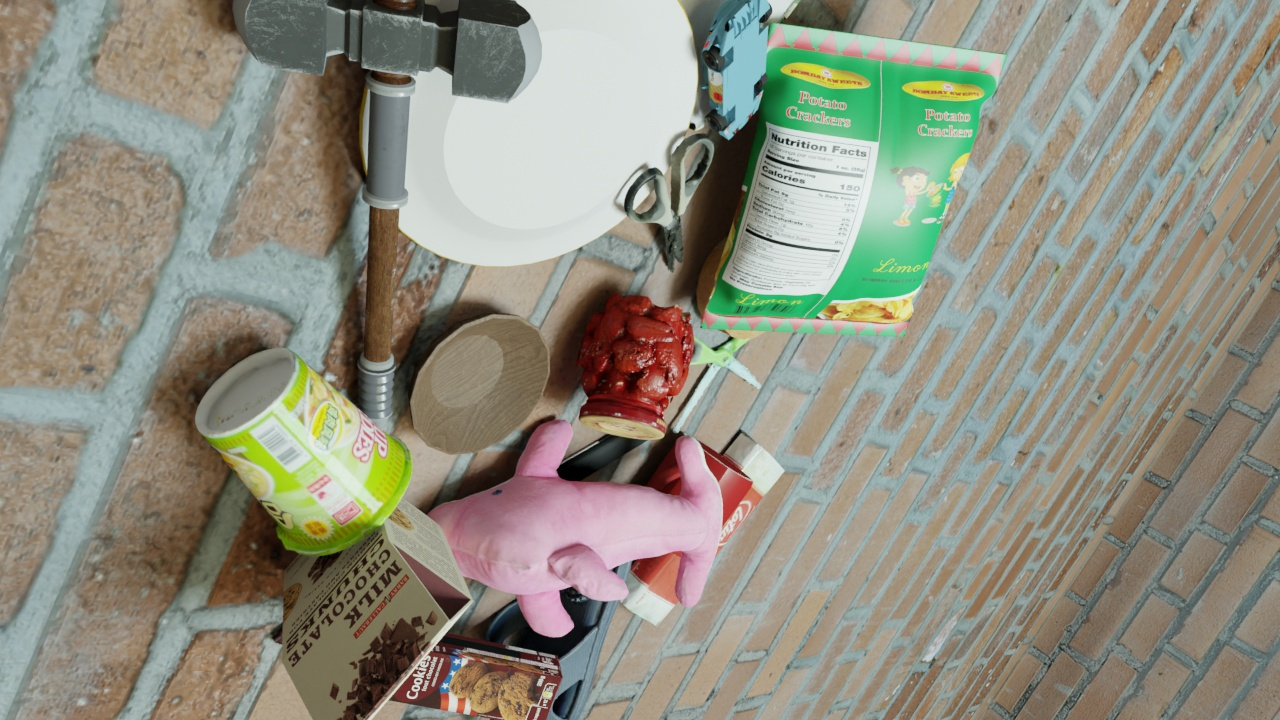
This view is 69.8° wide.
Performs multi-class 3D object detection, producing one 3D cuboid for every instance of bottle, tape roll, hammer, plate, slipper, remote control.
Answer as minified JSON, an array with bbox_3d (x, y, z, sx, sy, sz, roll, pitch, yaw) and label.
[{"bbox_3d":[-0.004,0.004,0.744,0.099,0.099,0.111,28,68,-50],"label":"bottle"},{"bbox_3d":[0.095,-0.067,0.825,0.093,0.027,0.094,-18,121,-34],"label":"tape roll"},{"bbox_3d":[-0.158,-0.067,0.561,0.156,0.043,0.323,5,128,-13],"label":"hammer"},{"bbox_3d":[-0.061,-0.148,0.583,0.229,0.021,0.230,-20,141,-17],"label":"plate"},{"bbox_3d":[-0.090,0.255,0.838,0.082,0.101,0.264,12,106,-49],"label":"slipper"},{"bbox_3d":[-0.025,0.080,0.840,0.124,0.012,0.028,-29,135,-27],"label":"remote control"}]

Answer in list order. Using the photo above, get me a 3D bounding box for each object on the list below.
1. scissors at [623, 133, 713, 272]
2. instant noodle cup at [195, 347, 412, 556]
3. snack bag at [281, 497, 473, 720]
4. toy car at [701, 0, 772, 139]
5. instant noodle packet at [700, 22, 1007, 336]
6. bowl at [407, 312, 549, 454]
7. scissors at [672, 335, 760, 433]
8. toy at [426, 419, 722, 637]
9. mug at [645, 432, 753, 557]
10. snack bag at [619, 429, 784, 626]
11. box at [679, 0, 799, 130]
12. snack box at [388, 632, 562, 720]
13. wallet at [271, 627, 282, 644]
[{"bbox_3d":[0.033,-0.117,0.707,0.133,0.012,0.169,-49,158,18],"label":"scissors"},{"bbox_3d":[-0.214,0.053,0.577,0.098,0.099,0.108,-41,131,-15],"label":"instant noodle cup"},{"bbox_3d":[-0.171,0.160,0.594,0.070,0.206,0.094,43,84,-22],"label":"snack bag"},{"bbox_3d":[0.061,-0.203,0.631,0.060,0.027,0.108,-48,159,-17],"label":"toy car"},{"bbox_3d":[0.166,-0.131,0.743,0.195,0.090,0.253,2,122,-15],"label":"instant noodle packet"},{"bbox_3d":[-0.123,0.013,0.679,0.117,0.030,0.118,-25,133,-30],"label":"bowl"},{"bbox_3d":[0.079,-0.002,0.880,0.171,0.021,0.172,29,92,-52],"label":"scissors"},{"bbox_3d":[-0.045,0.148,0.743,0.265,0.128,0.187,-2,99,-20],"label":"toy"},{"bbox_3d":[0.042,0.129,0.884,0.096,0.080,0.116,-55,148,2],"label":"mug"},{"bbox_3d":[0.064,0.181,0.981,0.225,0.041,0.077,-49,138,-3],"label":"snack bag"},{"bbox_3d":[0.062,-0.273,0.639,0.205,0.050,0.117,-53,145,1],"label":"box"},{"bbox_3d":[-0.141,0.263,0.765,0.140,0.031,0.051,18,102,-17],"label":"snack box"},{"bbox_3d":[-0.230,0.222,0.743,0.091,0.018,0.116,-36,135,-20],"label":"wallet"}]
